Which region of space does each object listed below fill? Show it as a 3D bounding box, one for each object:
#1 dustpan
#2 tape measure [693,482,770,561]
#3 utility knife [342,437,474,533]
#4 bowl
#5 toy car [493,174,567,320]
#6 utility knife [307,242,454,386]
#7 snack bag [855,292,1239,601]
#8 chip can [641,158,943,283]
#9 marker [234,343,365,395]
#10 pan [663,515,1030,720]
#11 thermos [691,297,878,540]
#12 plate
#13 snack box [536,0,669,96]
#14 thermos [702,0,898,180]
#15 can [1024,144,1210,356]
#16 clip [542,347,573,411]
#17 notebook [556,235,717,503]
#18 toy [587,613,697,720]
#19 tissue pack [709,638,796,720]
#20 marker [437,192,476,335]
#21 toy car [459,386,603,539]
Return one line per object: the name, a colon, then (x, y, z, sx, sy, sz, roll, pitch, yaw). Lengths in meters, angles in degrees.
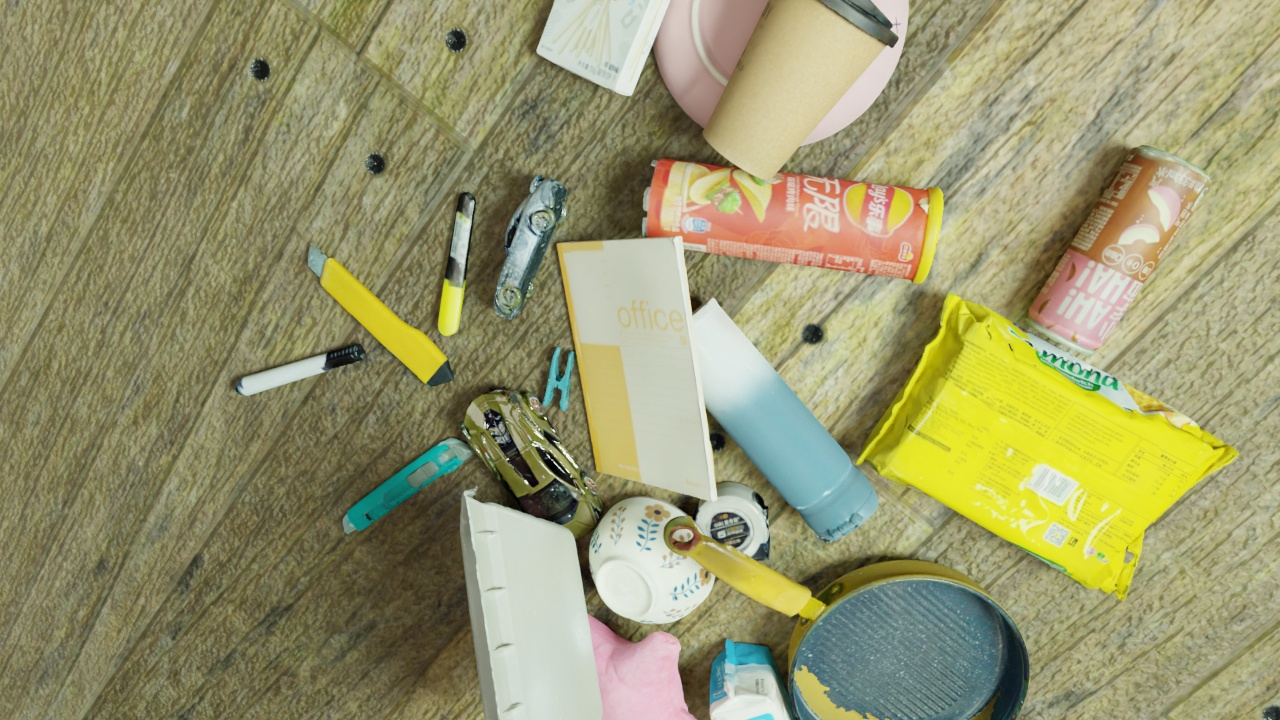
dustpan: (-0.125, 0.227, 0.730, 0.143, 0.257, 0.222, -14, 77, 15)
tape measure: (0.078, 0.139, 0.788, 0.066, 0.033, 0.066, -3, 107, 11)
utility knife: (-0.219, 0.117, 0.847, 0.160, 0.013, 0.029, -35, 94, 17)
bowl: (0.001, 0.179, 0.780, 0.114, 0.062, 0.113, 11, 115, 24)
toy car: (-0.093, -0.091, 0.748, 0.037, 0.054, 0.121, 23, 109, 1)
utility knife: (-0.229, -0.039, 0.807, 0.173, 0.015, 0.033, 44, 102, -1)
snack bag: (0.305, 0.072, 0.711, 0.246, 0.068, 0.158, 28, 108, 1)
chip can: (0.112, -0.107, 0.697, 0.217, 0.073, 0.073, 8, 106, 9)
marker: (-0.310, 0.009, 0.831, 0.131, 0.022, 0.018, -16, 107, 13)
pan: (0.159, 0.218, 0.742, 0.357, 0.078, 0.198, 38, 104, -10)
thermos: (0.104, 0.051, 0.742, 0.070, 0.070, 0.220, -40, 93, 17)
plate: (0.100, -0.253, 0.677, 0.192, 0.039, 0.192, 3, 105, 10)
snack box: (-0.014, -0.286, 0.681, 0.085, 0.026, 0.157, 33, 111, 26)
thermos: (0.105, -0.200, 0.627, 0.093, 0.092, 0.143, 36, 116, 0)
can: (0.345, -0.079, 0.668, 0.058, 0.057, 0.147, 27, 108, 2)
clip: (-0.070, 0.016, 0.793, 0.046, 0.014, 0.057, 15, 106, 8)
notebook: (-0.004, 0.004, 0.737, 0.146, 0.010, 0.206, 7, 110, 48)
toy: (-0.023, 0.285, 0.812, 0.195, 0.074, 0.178, -39, 84, 39)
tissue pack: (0.104, 0.324, 0.802, 0.063, 0.090, 0.140, -21, 100, 10)
marker: (-0.156, -0.082, 0.784, 0.018, 0.015, 0.124, 13, 103, 6)
toy car: (-0.094, 0.093, 0.805, 0.070, 0.042, 0.158, -34, 99, 17)
